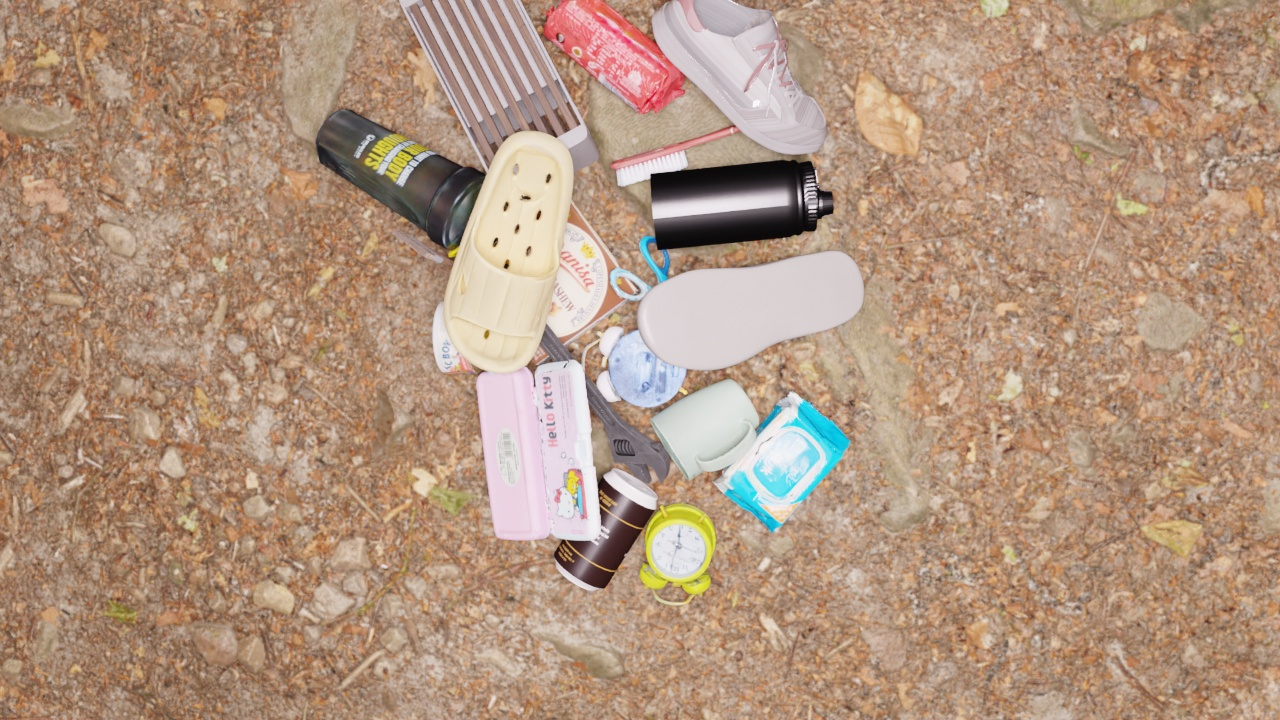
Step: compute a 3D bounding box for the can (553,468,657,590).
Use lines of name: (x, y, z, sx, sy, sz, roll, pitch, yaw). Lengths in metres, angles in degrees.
can: (-0.040, 0.194, 1.051, 0.072, 0.072, 0.128, 32, 94, 3)

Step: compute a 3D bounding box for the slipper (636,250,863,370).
slipper: (0.119, -0.062, 1.037, 0.265, 0.081, 0.113, -16, 99, -12)

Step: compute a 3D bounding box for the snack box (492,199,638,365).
snack box: (-0.102, -0.093, 1.061, 0.147, 0.041, 0.143, -36, 89, 5)

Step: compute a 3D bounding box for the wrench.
wrench: (-0.058, 0.035, 1.037, 0.073, 0.018, 0.273, -27, 105, 44)

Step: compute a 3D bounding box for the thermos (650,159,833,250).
thermos: (0.114, -0.175, 1.020, 0.199, 0.086, 0.086, -5, 91, 4)

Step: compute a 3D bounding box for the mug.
mug: (0.081, 0.080, 1.021, 0.104, 0.111, 0.084, -32, 122, -5)

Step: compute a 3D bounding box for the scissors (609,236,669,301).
scissors: (0.031, -0.086, 1.053, 0.140, 0.013, 0.117, 29, 58, -18)

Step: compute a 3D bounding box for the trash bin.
trash bin: (-0.151, -0.311, 1.021, 0.114, 0.114, 0.229, -27, 90, 4)

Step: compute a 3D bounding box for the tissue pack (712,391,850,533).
tissue pack: (0.160, 0.114, 1.038, 0.093, 0.061, 0.144, 40, 94, 3)

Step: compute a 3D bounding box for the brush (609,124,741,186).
brush: (0.050, -0.237, 1.051, 0.172, 0.041, 0.030, -17, 108, 2)

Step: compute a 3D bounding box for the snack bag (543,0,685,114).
snack bag: (-0.029, -0.348, 1.028, 0.176, 0.082, 0.082, 39, 94, 1)

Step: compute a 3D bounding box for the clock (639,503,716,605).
clock: (0.044, 0.223, 1.055, 0.083, 0.057, 0.119, 8, 99, 4)

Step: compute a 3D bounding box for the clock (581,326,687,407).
clock: (-0.006, 0.006, 1.053, 0.125, 0.052, 0.089, 6, 93, 4)

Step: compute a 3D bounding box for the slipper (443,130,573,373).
slipper: (-0.137, -0.107, 0.948, 0.111, 0.079, 0.262, 15, 103, -6)

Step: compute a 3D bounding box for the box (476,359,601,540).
box: (-0.115, 0.104, 1.036, 0.153, 0.037, 0.201, -7, 91, 37)

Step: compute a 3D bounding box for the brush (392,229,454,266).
brush: (-0.226, -0.117, 1.019, 0.045, 0.143, 0.008, 35, 92, 11)

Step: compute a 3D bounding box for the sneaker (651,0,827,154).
sneaker: (0.124, -0.322, 0.988, 0.236, 0.090, 0.099, 37, 57, -10)

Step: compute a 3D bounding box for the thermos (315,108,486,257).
thermos: (-0.260, -0.203, 1.040, 0.221, 0.098, 0.098, 30, 94, 11)

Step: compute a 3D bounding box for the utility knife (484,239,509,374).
utility knife: (-0.159, -0.063, 1.039, 0.030, 0.017, 0.159, 10, 96, 15)

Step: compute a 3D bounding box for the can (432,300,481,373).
can: (-0.205, -0.028, 1.049, 0.043, 0.086, 0.086, 0, 92, 5)
